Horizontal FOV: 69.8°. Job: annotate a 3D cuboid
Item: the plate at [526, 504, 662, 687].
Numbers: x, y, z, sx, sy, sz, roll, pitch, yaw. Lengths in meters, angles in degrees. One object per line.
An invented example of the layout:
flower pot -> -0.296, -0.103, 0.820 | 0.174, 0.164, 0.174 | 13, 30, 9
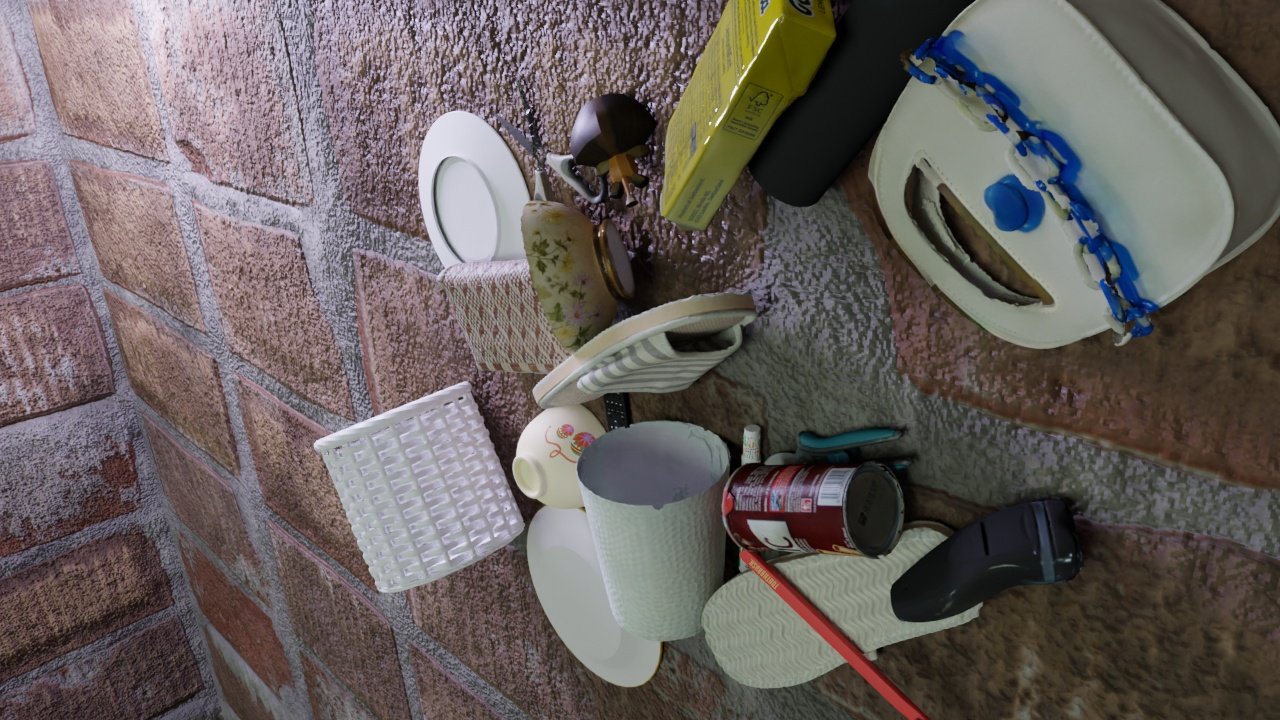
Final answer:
plate -> -0.063, 0.272, 1.048 | 0.230, 0.021, 0.230 | 24, 124, 40

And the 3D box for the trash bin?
trash bin -> 0.018, 0.156, 0.827 | 0.133, 0.133, 0.161 | 21, 128, 41

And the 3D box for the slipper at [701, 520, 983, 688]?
slipper -> 0.160, 0.198, 0.743 | 0.264, 0.052, 0.115 | -34, 85, 40

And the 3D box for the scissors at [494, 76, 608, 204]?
scissors -> -0.087, -0.179, 0.865 | 0.158, 0.012, 0.171 | 20, 123, 39

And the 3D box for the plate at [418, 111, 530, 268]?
plate -> -0.184, -0.159, 0.982 | 0.209, 0.015, 0.209 | 24, 124, 40

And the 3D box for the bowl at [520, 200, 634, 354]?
bowl -> -0.046, -0.081, 0.804 | 0.063, 0.145, 0.145 | -17, 96, 12

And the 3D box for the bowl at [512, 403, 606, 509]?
bowl -> -0.091, 0.108, 0.960 | 0.118, 0.073, 0.118 | 24, 124, 40

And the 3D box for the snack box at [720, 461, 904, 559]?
snack box -> 0.128, 0.112, 0.693 | 0.122, 0.072, 0.072 | -9, 101, 50

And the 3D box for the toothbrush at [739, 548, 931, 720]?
toothbrush -> 0.154, 0.224, 0.710 | 0.212, 0.017, 0.012 | 43, 126, 17

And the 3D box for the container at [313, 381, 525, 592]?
container -> -0.254, 0.145, 1.073 | 0.190, 0.188, 0.187 | -18, 95, 51

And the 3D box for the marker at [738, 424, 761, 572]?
marker -> 0.096, 0.123, 0.803 | 0.017, 0.017, 0.146 | 22, 124, 41

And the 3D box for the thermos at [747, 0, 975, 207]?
thermos -> 0.148, -0.193, 0.558 | 0.061, 0.061, 0.232 | 54, 139, 15

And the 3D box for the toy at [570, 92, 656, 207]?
toy -> -0.019, -0.171, 0.758 | 0.076, 0.062, 0.100 | -22, 73, 15

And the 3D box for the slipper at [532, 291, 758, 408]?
slipper -> -0.005, 0.005, 0.791 | 0.273, 0.114, 0.054 | -26, 70, 50

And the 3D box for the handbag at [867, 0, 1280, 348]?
handbag -> 0.216, -0.094, 0.513 | 0.200, 0.092, 0.200 | 53, 145, 14

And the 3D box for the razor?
razor -> 0.232, 0.142, 0.618 | 0.063, 0.052, 0.141 | 33, 131, -19

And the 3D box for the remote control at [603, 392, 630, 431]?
remote control -> -0.017, 0.091, 0.920 | 0.030, 0.009, 0.140 | 11, 116, 45

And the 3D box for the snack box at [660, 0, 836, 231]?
snack box -> 0.068, -0.184, 0.622 | 0.181, 0.045, 0.121 | 123, 158, -46

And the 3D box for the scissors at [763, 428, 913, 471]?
scissors -> 0.148, 0.070, 0.719 | 0.136, 0.019, 0.139 | 34, 132, 36

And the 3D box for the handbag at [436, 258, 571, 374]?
handbag -> -0.126, -0.045, 0.947 | 0.186, 0.046, 0.124 | 3, 119, 46
